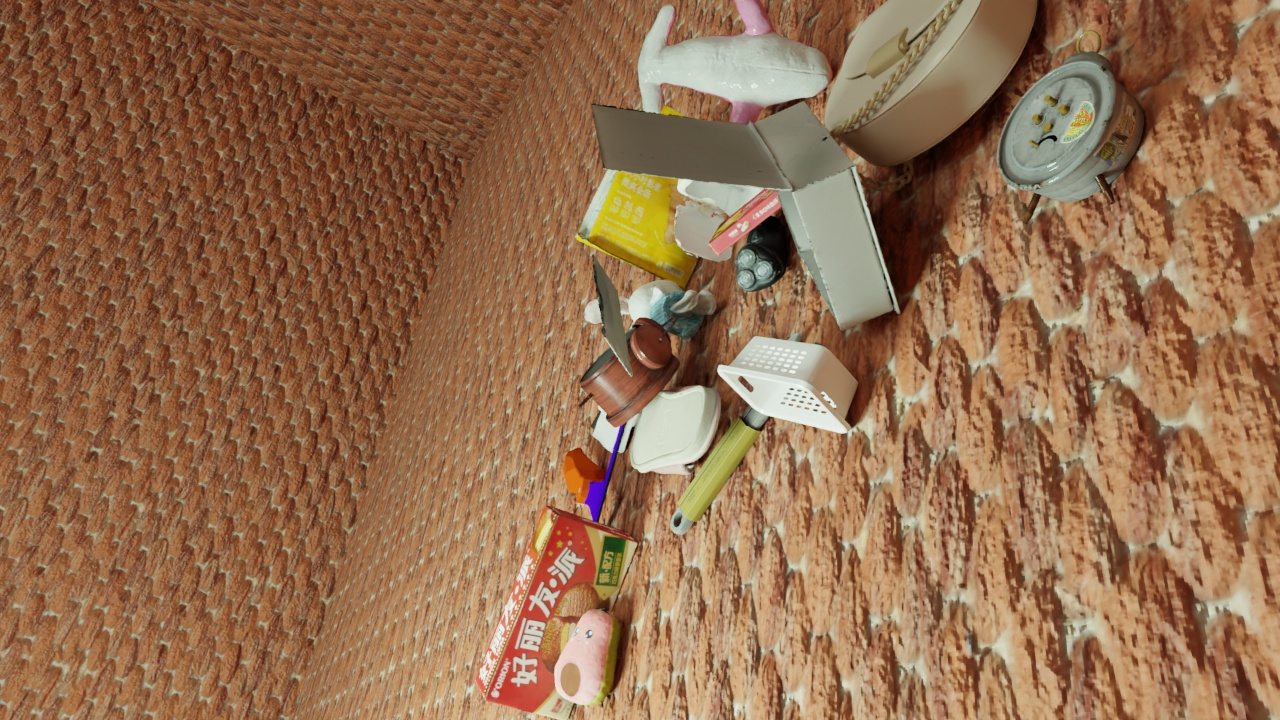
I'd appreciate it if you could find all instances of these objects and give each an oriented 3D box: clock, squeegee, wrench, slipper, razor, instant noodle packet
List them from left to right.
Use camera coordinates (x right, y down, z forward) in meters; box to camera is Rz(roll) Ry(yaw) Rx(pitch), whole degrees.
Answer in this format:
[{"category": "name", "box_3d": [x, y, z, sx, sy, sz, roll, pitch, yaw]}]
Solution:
[{"category": "squeegee", "box_3d": [-0.080, 0.162, 1.280, 0.184, 0.055, 0.250, -124, 48, -71]}, {"category": "clock", "box_3d": [-0.007, 0.007, 1.143, 0.158, 0.072, 0.120, -44, 9, 9]}, {"category": "instant noodle packet", "box_3d": [0.030, -0.235, 1.295, 0.221, 0.163, 0.084, -65, 20, 3]}, {"category": "slipper", "box_3d": [0.046, 0.082, 1.081, 0.275, 0.054, 0.114, 161, 126, -74]}, {"category": "wrench", "box_3d": [0.108, 0.085, 0.986, 0.274, 0.018, 0.083, -58, 27, 19]}, {"category": "razor", "box_3d": [0.140, -0.132, 1.072, 0.053, 0.064, 0.140, -26, 30, 27]}, {"category": "clock", "box_3d": [0.330, -0.185, 0.702, 0.104, 0.056, 0.147, -7, 64, 65]}]

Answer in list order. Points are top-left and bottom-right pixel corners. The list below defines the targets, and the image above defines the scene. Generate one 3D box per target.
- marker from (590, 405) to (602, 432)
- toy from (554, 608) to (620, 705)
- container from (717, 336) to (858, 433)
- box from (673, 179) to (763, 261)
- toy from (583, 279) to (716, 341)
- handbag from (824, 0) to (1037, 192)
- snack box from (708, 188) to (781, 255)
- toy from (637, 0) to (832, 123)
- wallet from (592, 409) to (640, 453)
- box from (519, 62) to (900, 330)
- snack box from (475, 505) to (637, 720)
[{"category": "marker", "box_3d": [-0.042, 0.052, 1.345, 0.126, 0.025, 0.025, -66, 21, 14]}, {"category": "toy", "box_3d": [-0.059, 0.343, 1.069, 0.090, 0.051, 0.109, -10, 54, 54]}, {"category": "container", "box_3d": [0.145, 0.019, 0.874, 0.129, 0.080, 0.049, 12, 64, 55]}, {"category": "box", "box_3d": [0.098, -0.201, 1.179, 0.124, 0.108, 0.136, -34, 37, 56]}, {"category": "toy", "box_3d": [0.029, -0.075, 1.238, 0.206, 0.131, 0.105, -17, 36, 54]}, {"category": "handbag", "box_3d": [0.280, -0.290, 0.889, 0.211, 0.103, 0.208, -26, 37, 58]}, {"category": "snack box", "box_3d": [0.143, -0.183, 1.094, 0.133, 0.021, 0.089, -37, 10, 27]}, {"category": "toy", "box_3d": [0.128, -0.380, 1.215, 0.127, 0.266, 0.187, -19, -61, -66]}, {"category": "wallet", "box_3d": [-0.027, 0.068, 1.291, 0.086, 0.032, 0.116, 40, 113, 62]}, {"category": "box", "box_3d": [0.083, -0.170, 0.829, 0.150, 0.368, 0.166, -59, 22, 26]}, {"category": "snack box", "box_3d": [-0.103, 0.307, 1.123, 0.236, 0.113, 0.060, -68, 21, -4]}]
